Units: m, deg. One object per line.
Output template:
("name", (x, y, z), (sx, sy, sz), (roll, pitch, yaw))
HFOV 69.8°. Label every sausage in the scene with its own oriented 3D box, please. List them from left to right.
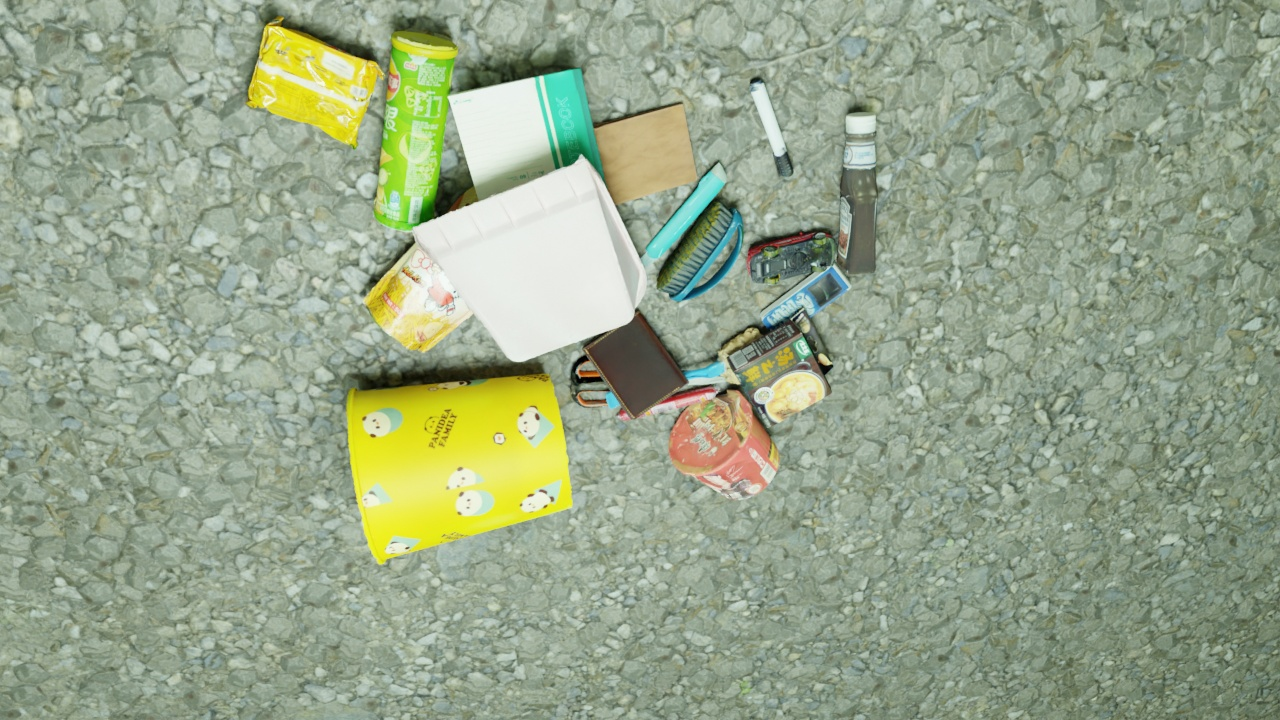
("sausage", (0.039, 0.062, 1.306), (0.156, 0.020, 0.020), (-14, 123, 7))

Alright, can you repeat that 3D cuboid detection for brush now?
("brush", (0.075, 0.019, 1.269), (0.254, 0.045, 0.083), (-16, 121, -1))
("brush", (0.084, -0.133, 1.176), (0.073, 0.055, 0.144), (27, 114, -23))

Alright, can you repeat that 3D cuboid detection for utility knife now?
("utility knife", (0.052, -0.181, 1.167), (0.029, 0.013, 0.172), (33, 115, -22))

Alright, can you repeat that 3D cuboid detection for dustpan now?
("dustpan", (-0.114, -0.114, 1.117), (0.223, 0.138, 0.273), (-16, 119, 10))

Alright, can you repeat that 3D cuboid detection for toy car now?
("toy car", (0.195, -0.137, 1.197), (0.120, 0.045, 0.053), (-12, 124, -10))

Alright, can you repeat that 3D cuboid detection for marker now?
("marker", (0.159, -0.281, 1.118), (0.023, 0.018, 0.131), (-19, 123, 14))

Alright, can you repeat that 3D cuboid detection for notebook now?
("notebook", (-0.119, -0.218, 1.053), (0.150, 0.012, 0.209), (-11, 123, 2))

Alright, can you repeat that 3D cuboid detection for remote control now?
("remote control", (0.223, -0.082, 1.248), (0.125, 0.024, 0.049), (-36, 120, 15))

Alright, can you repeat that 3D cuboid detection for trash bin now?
("trash bin", (-0.230, 0.128, 1.200), (0.255, 0.229, 0.230), (-9, 123, -10))

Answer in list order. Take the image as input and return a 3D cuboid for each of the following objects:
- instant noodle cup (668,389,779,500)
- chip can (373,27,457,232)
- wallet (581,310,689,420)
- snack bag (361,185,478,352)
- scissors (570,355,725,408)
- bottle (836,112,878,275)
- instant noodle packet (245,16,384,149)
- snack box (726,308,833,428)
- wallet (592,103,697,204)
("instant noodle cup", (0.124, 0.128, 1.304), (0.138, 0.137, 0.108), (-36, 128, 13))
("chip can", (-0.257, -0.254, 1.038), (0.072, 0.072, 0.222), (8, 119, -14))
("wallet", (-0.007, 0.007, 1.239), (0.096, 0.020, 0.122), (-34, 95, 10))
("snack bag", (-0.236, -0.107, 1.146), (0.208, 0.073, 0.128), (-40, 119, 7))
("scissors", (0.016, 0.018, 1.279), (0.235, 0.021, 0.125), (-17, 122, 2))
("bottle", (0.272, -0.208, 1.146), (0.044, 0.079, 0.195), (-4, 114, -1))
("instant noodle packet", (-0.355, -0.304, 1.008), (0.128, 0.044, 0.111), (21, 123, -16))
("snack box", (0.197, 0.012, 1.243), (0.126, 0.053, 0.113), (-30, 121, 6))
("wallet", (0.006, -0.250, 1.113), (0.115, 0.020, 0.101), (-15, 122, -3))
